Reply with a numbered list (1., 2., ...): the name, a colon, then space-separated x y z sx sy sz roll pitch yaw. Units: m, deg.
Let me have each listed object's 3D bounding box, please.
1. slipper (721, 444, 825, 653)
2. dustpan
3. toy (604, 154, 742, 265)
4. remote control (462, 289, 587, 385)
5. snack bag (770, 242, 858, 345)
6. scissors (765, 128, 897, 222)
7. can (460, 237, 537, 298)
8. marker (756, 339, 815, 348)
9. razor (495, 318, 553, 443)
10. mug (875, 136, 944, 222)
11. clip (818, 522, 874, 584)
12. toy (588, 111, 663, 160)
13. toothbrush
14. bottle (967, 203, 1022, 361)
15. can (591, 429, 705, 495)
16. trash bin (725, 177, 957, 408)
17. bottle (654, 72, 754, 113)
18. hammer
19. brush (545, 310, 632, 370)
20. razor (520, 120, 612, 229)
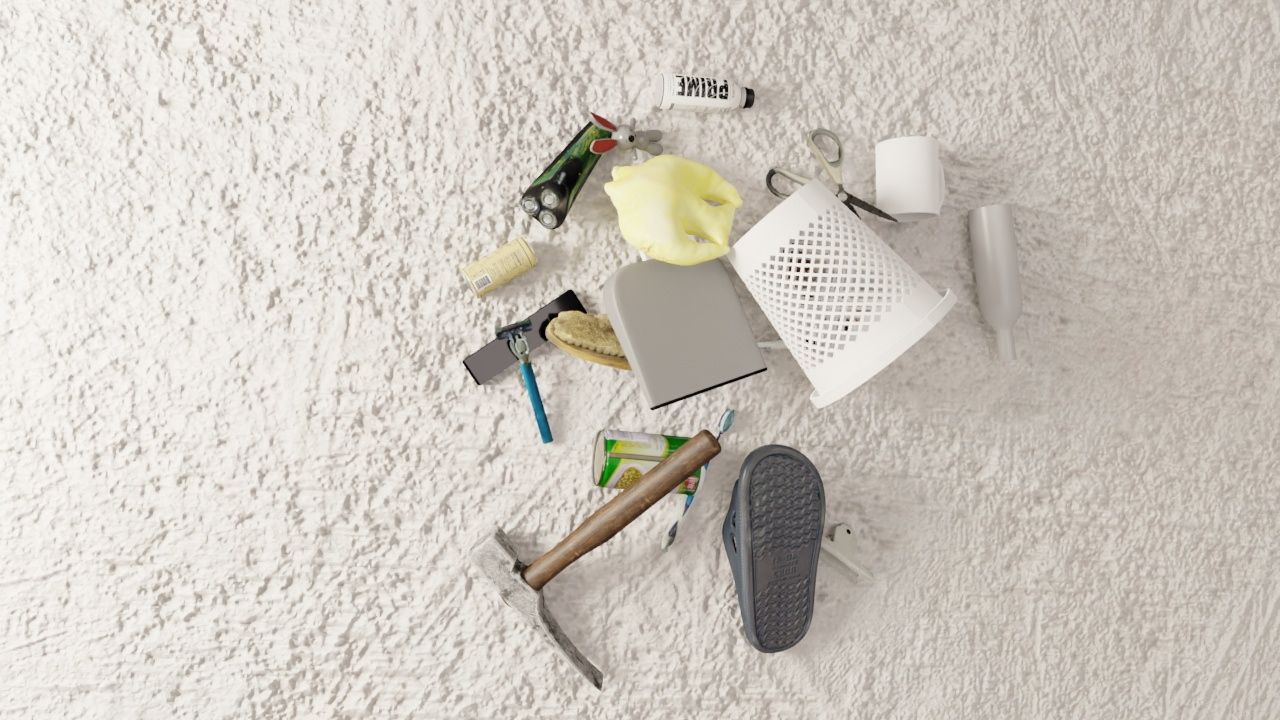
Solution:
1. slipper: 0.153 0.214 1.084 0.110 0.083 0.268 -10 110 -18
2. dustpan: 0.030 -0.084 1.052 0.162 0.033 0.257 -18 84 -30
3. toy: 0.035 -0.177 1.036 0.155 0.065 0.170 20 49 -1
4. remote control: -0.131 -0.027 1.045 0.150 0.013 0.034 -35 101 -11
5. snack bag: 0.219 -0.071 1.128 0.057 0.013 0.158 -41 98 -9
6. scissors: 0.231 -0.213 1.108 0.157 0.012 0.165 2 74 5
7. can: -0.158 -0.104 1.027 0.079 0.038 0.038 -31 96 -12
8. marker: 0.146 -0.019 1.112 0.152 0.011 0.011 -1 90 -13
9. razor: -0.123 0.027 1.033 0.042 0.022 0.144 -19 102 -14
10. mug: 0.341 -0.220 1.134 0.110 0.074 0.090 -1 90 -39
11. clip: 0.243 0.232 1.123 0.102 0.057 0.052 37 106 -11
12. toy: -0.018 -0.255 1.048 0.111 0.030 0.049 -3 90 -42
13. toothbrush: 0.069 0.142 1.089 0.016 0.017 0.189 28 83 -13
14. bottle: 0.453 -0.097 1.162 0.052 0.052 0.195 -8 91 -13
15. can: 0.009 0.117 1.049 0.121 0.067 0.067 6 88 -13
16. trash bin: 0.211 -0.085 1.035 0.195 0.196 0.199 -39 88 -11
17. bottle: 0.077 -0.314 1.082 0.116 0.041 0.041 1 89 -13
18. hammer: -0.011 0.204 1.009 0.301 0.037 0.217 -39 98 10
19. brush: -0.012 -0.023 1.047 0.195 0.043 0.059 10 64 -19
20. razor: -0.077 -0.215 1.035 0.054 0.067 0.151 38 73 -14
